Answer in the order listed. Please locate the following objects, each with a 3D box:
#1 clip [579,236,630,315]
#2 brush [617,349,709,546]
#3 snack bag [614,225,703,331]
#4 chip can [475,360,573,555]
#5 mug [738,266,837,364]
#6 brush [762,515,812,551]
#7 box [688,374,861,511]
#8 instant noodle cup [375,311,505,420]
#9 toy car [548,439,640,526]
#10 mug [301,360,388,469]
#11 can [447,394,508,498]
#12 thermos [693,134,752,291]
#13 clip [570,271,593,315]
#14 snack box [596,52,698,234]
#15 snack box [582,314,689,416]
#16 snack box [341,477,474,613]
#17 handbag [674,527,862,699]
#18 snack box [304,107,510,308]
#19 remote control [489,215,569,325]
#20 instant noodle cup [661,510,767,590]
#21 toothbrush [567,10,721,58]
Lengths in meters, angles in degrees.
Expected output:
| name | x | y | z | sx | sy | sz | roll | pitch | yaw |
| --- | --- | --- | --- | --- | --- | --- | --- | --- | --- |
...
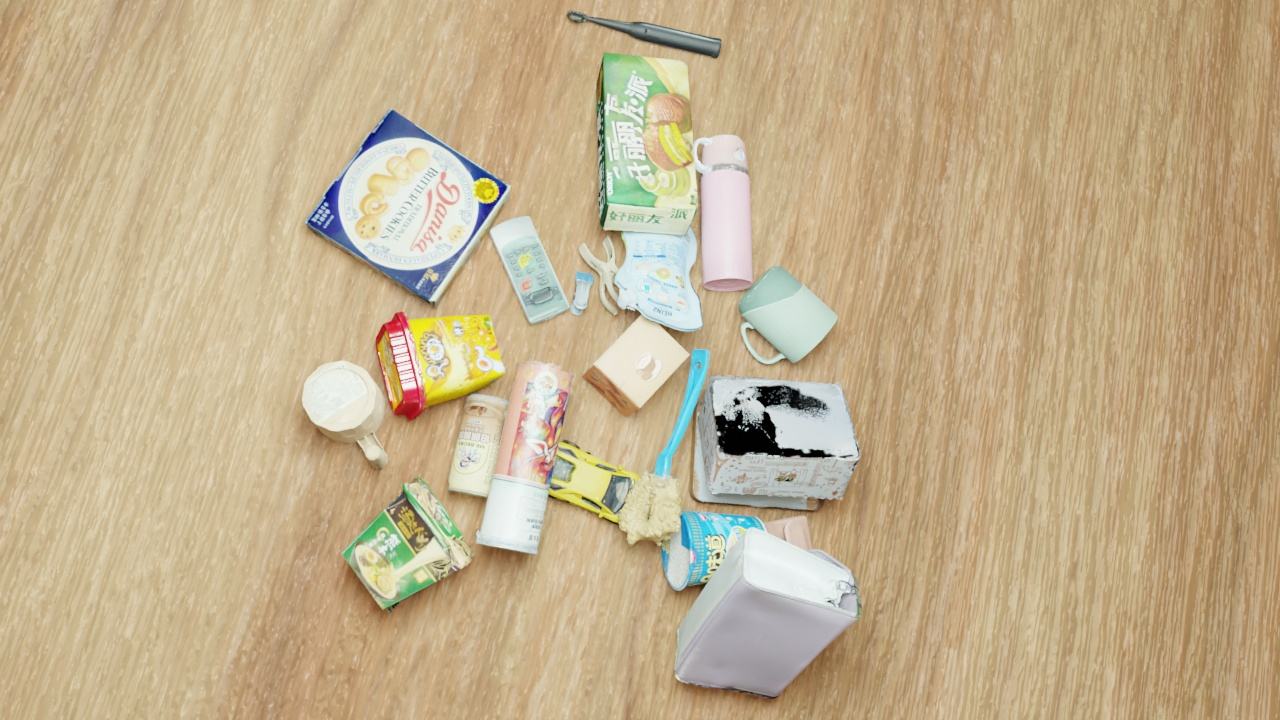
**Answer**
| name | x | y | z | sx | sy | sz | roll | pitch | yaw |
| --- | --- | --- | --- | --- | --- | --- | --- | --- | --- |
| clip | -0.046 | -0.105 | 1.163 | 0.076 | 0.035 | 0.103 | -33 | 86 | -32 |
| brush | 0.039 | 0.104 | 1.103 | 0.046 | 0.083 | 0.254 | 33 | 69 | -40 |
| snack bag | 0.024 | -0.114 | 1.135 | 0.110 | 0.039 | 0.190 | 22 | 43 | -19 |
| chip can | -0.132 | 0.111 | 1.059 | 0.071 | 0.071 | 0.214 | 13 | 76 | -9 |
| mug | 0.178 | -0.052 | 1.186 | 0.106 | 0.082 | 0.112 | 42 | 106 | -2 |
| brush | 0.188 | 0.268 | 1.129 | 0.063 | 0.073 | 0.145 | -8 | 83 | -14 |
| box | 0.155 | 0.113 | 1.147 | 0.181 | 0.158 | 0.148 | 4 | 44 | -7 |
| instant noodle cup | -0.235 | -0.001 | 1.079 | 0.123 | 0.116 | 0.116 | -13 | 82 | -25 |
| toy car | -0.058 | 0.150 | 1.117 | 0.156 | 0.041 | 0.071 | 25 | 76 | -7 |
| mug | -0.328 | 0.065 | 1.046 | 0.084 | 0.104 | 0.124 | -29 | 86 | -15 |
| can | -0.189 | 0.102 | 1.090 | 0.058 | 0.059 | 0.116 | 12 | 77 | -9 |
| thermos | 0.104 | -0.194 | 1.194 | 0.087 | 0.067 | 0.198 | 5 | 80 | -35 |
| clip | -0.075 | -0.086 | 1.171 | 0.024 | 0.028 | 0.056 | 13 | 67 | -11 |
| snack box | 0.005 | -0.277 | 1.168 | 0.114 | 0.063 | 0.239 | 3 | 65 | -11 |
| snack box | -0.007 | 0.007 | 1.125 | 0.077 | 0.094 | 0.092 | 44 | 74 | -1 |
| snack box | -0.266 | 0.210 | 1.034 | 0.105 | 0.118 | 0.117 | -36 | 89 | -5 |
| handbag | 0.141 | 0.297 | 1.051 | 0.145 | 0.197 | 0.098 | 23 | 37 | -5 |
| snack box | -0.282 | -0.188 | 1.131 | 0.182 | 0.046 | 0.177 | 32 | 76 | -4 |
| remote control | -0.141 | -0.115 | 1.159 | 0.056 | 0.019 | 0.135 | -22 | 85 | -14 |
| instant noodle cup | 0.093 | 0.227 | 1.111 | 0.109 | 0.099 | 0.099 | 2 | 79 | -19 |
| toothbrush | 0.005 | -0.446 | 1.245 | 0.212 | 0.026 | 0.027 | 9 | 40 | -10 |
